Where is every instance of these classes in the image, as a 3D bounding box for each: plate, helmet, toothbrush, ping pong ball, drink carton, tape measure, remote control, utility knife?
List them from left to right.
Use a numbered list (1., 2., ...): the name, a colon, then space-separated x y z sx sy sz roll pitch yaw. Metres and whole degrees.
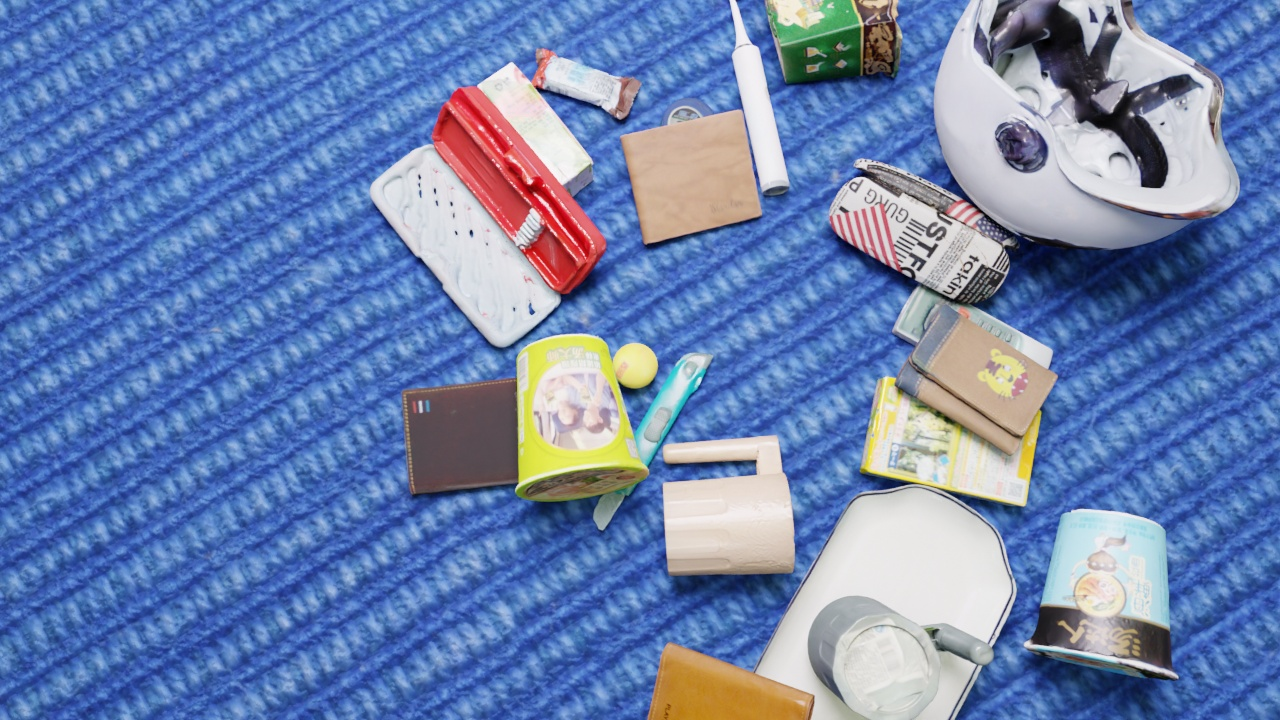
1. drink carton: -0.093 -0.209 0.842 0.045 0.053 0.122 -39 83 -5
2. ping pong ball: -0.005 0.005 0.815 0.040 0.040 0.040 0 81 1
3. utility knife: 0.009 0.069 0.818 0.029 0.013 0.185 29 84 13
4. tape measure: 0.045 -0.215 0.854 0.058 0.025 0.054 13 81 -7
5. toothbrush: 0.104 -0.262 0.860 0.026 0.027 0.221 -12 81 5
6. plate: 0.203 0.233 0.779 0.162 0.034 0.265 30 83 5
7. remote control: 0.298 -0.017 0.822 0.135 0.019 0.056 31 83 5
8. helmet: 0.350 -0.189 0.772 0.228 0.146 0.258 -22 73 -27

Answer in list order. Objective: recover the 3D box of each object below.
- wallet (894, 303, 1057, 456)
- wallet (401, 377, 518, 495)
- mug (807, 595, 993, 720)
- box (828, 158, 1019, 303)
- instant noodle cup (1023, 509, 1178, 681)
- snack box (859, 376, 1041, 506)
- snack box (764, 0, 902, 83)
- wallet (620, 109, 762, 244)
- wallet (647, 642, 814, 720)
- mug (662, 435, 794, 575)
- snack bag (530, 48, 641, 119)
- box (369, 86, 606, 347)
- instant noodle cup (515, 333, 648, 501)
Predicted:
1. wallet: 0.286 0.016 0.783 0.115 0.033 0.090 34 71 8
2. wallet: -0.149 0.067 0.821 0.122 0.020 0.096 -6 81 -2
3. mug: 0.198 0.226 0.710 0.124 0.103 0.083 -9 81 1
4. box: 0.255 -0.122 0.822 0.162 0.086 0.076 29 126 8
5. instant noodle cup: 0.380 0.189 0.752 0.111 0.111 0.120 12 74 3
6. snack box: 0.270 0.071 0.804 0.140 0.034 0.087 12 82 1
7. snack box: 0.169 -0.316 0.832 0.106 0.117 0.118 -14 79 11
8. wallet: 0.048 -0.167 0.836 0.115 0.020 0.101 -14 103 -2
9. wallet: 0.068 0.310 0.754 0.131 0.035 0.119 12 85 25
10. mug: 0.072 0.122 0.783 0.103 0.084 0.124 -4 57 2
11. snack bag: -0.055 -0.261 0.863 0.105 0.026 0.045 19 73 3
12. box: -0.136 -0.129 0.830 0.158 0.069 0.201 -42 83 20
13. instant noodle cup: -0.057 0.046 0.780 0.111 0.112 0.123 -9 71 0
